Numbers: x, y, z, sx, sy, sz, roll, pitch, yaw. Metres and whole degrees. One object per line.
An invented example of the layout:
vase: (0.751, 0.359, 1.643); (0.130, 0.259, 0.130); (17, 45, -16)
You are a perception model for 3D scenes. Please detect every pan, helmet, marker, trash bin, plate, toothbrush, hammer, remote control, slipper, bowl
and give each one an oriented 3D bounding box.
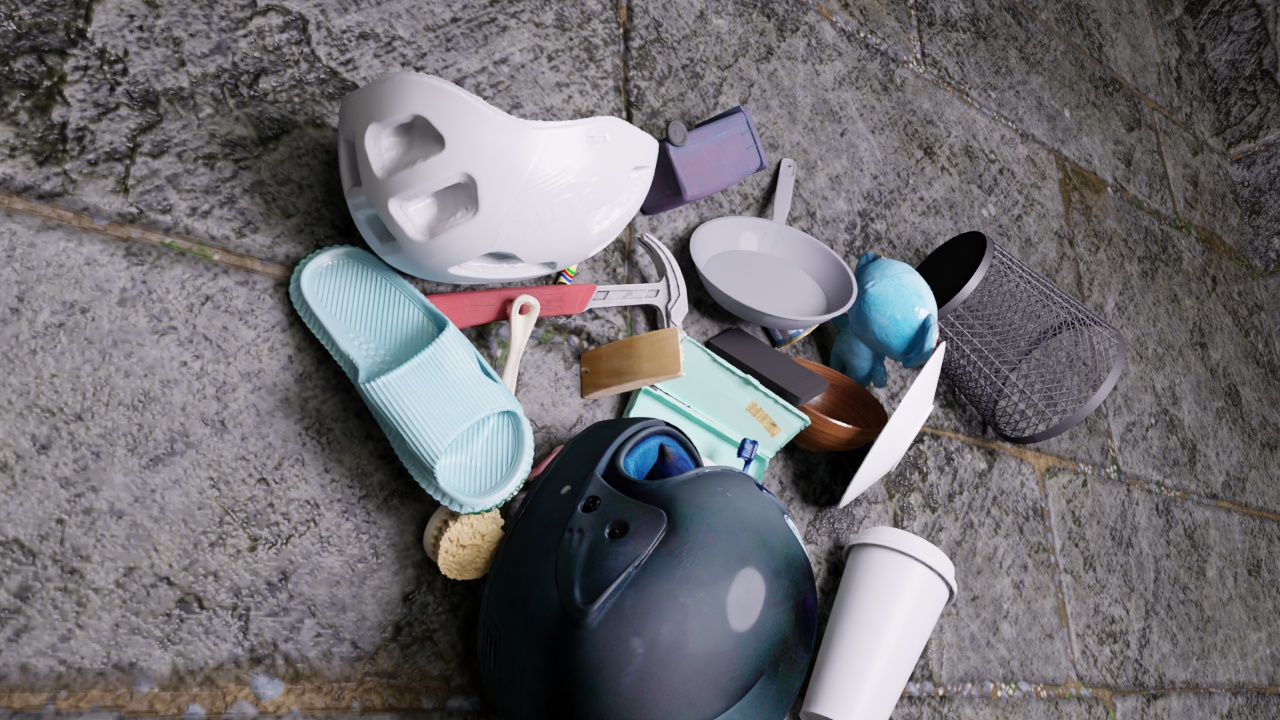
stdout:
pan: (0.166, -0.150, 1.127); (0.201, 0.051, 0.355); (17, 39, 0)
helmet: (0.028, 0.193, 0.756); (0.249, 0.236, 0.315); (60, 44, -37)
marker: (-0.064, -0.132, 0.982); (0.014, 0.014, 0.132); (32, 56, -26)
trash bin: (0.066, -0.238, 1.075); (0.160, 0.094, 0.092); (-31, 104, -40)
plate: (0.304, 0.084, 1.068); (0.030, 0.230, 0.228); (33, 47, 17)
toothbrush: (0.085, 0.170, 0.948); (0.017, 0.016, 0.189); (23, 80, -17)
hammer: (-0.083, -0.062, 0.917); (0.315, 0.036, 0.126); (-7, 92, -37)
helmet: (-0.119, -0.163, 0.816); (0.281, 0.225, 0.184); (-20, 110, -38)
remote control: (0.144, 0.006, 1.041); (0.133, 0.013, 0.058); (34, 40, 31)
trash bin: (0.501, -0.041, 1.285); (0.243, 0.218, 0.216); (38, 53, -14)
slipper: (-0.185, 0.000, 0.751); (0.115, 0.070, 0.276); (-35, 78, -34)
bowl: (0.208, 0.065, 1.078); (0.147, 0.069, 0.147); (19, 25, -9)

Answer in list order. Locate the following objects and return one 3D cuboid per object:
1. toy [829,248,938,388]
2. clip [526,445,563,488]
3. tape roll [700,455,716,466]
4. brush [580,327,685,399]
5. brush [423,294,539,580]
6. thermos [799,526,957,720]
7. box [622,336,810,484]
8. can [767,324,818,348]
toy: (0.298, -0.036, 1.124); (0.114, 0.181, 0.183); (-1, 42, -24)
clip: (-0.087, 0.099, 0.873); (0.060, 0.023, 0.044); (-2, 71, -41)
tape roll: (0.056, 0.139, 0.923); (0.019, 0.094, 0.094); (-28, 92, -42)
brush: (-0.005, 0.005, 0.917); (0.039, 0.117, 0.049); (25, 56, -51)
brush: (-0.129, 0.060, 0.809); (0.062, 0.077, 0.271); (35, 57, -40)
thermos: (0.256, 0.306, 1.010); (0.131, 0.132, 0.221); (43, 60, -18)
box: (0.076, 0.069, 0.975); (0.187, 0.057, 0.138); (33, 88, -26)
can: (0.192, -0.064, 1.137); (0.099, 0.054, 0.059); (-37, 97, -42)
